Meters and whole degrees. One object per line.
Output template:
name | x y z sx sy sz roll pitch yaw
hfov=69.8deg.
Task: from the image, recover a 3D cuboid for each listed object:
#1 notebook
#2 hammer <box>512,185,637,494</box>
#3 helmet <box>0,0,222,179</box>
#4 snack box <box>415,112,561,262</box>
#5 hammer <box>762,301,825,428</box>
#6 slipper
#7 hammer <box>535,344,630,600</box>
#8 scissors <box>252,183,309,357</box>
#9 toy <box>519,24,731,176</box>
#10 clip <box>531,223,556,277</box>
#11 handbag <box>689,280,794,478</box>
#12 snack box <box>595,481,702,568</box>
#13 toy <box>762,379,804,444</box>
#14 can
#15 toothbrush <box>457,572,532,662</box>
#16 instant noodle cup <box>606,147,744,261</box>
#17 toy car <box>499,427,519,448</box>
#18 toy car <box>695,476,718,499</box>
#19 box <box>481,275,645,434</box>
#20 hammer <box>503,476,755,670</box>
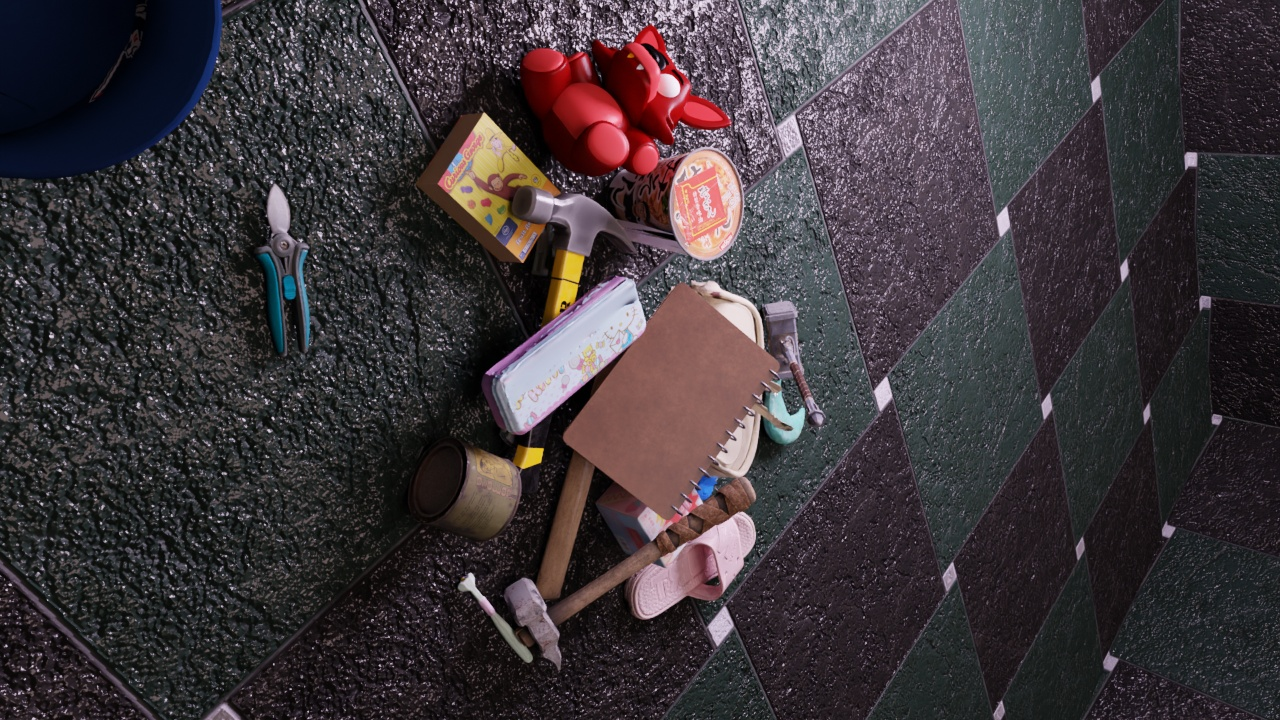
notebook | 0.040 0.049 1.042 0.167 0.024 0.225 39 79 -11
hammer | -0.092 -0.015 0.978 0.169 0.034 0.324 9 94 -50
helmet | -0.394 -0.233 0.548 0.272 0.223 0.232 24 95 -14
snack box | -0.150 -0.173 0.933 0.126 0.040 0.088 43 67 -40
hammer | 0.198 0.016 1.160 0.321 0.044 0.098 -87 168 -71
slipper | 0.082 0.272 1.226 0.238 0.064 0.094 -23 113 -38
hammer | -0.066 0.117 1.062 0.119 0.031 0.331 15 95 -15
scissors | -0.318 -0.075 0.802 0.137 0.019 0.136 -54 130 -22
toy | -0.017 -0.278 0.977 0.196 0.121 0.158 -31 75 -25
clip | -0.100 -0.129 1.005 0.044 0.023 0.076 5 96 -46
handbag | 0.109 0.031 1.134 0.184 0.132 0.229 22 75 -63
snack box | 0.016 0.184 1.133 0.094 0.080 0.093 -46 126 -29
toy | 0.206 0.079 1.337 0.105 0.033 0.084 50 52 -37
can | -0.178 0.131 0.926 0.074 0.090 0.089 31 75 -42
toothbrush | -0.159 0.292 1.026 0.022 0.015 0.155 -46 127 -26
instant noodle cup | 0.033 -0.179 1.054 0.123 0.122 0.124 -9 104 -43
toy car | -0.120 0.046 1.007 0.048 0.033 0.105 34 75 -45
toy car | 0.108 0.147 1.228 0.033 0.062 0.092 17 85 -45
box | -0.073 -0.009 0.953 0.213 0.033 0.076 -41 131 -34
hammer | -0.003 0.234 1.061 0.318 0.049 0.121 -32 124 -9
